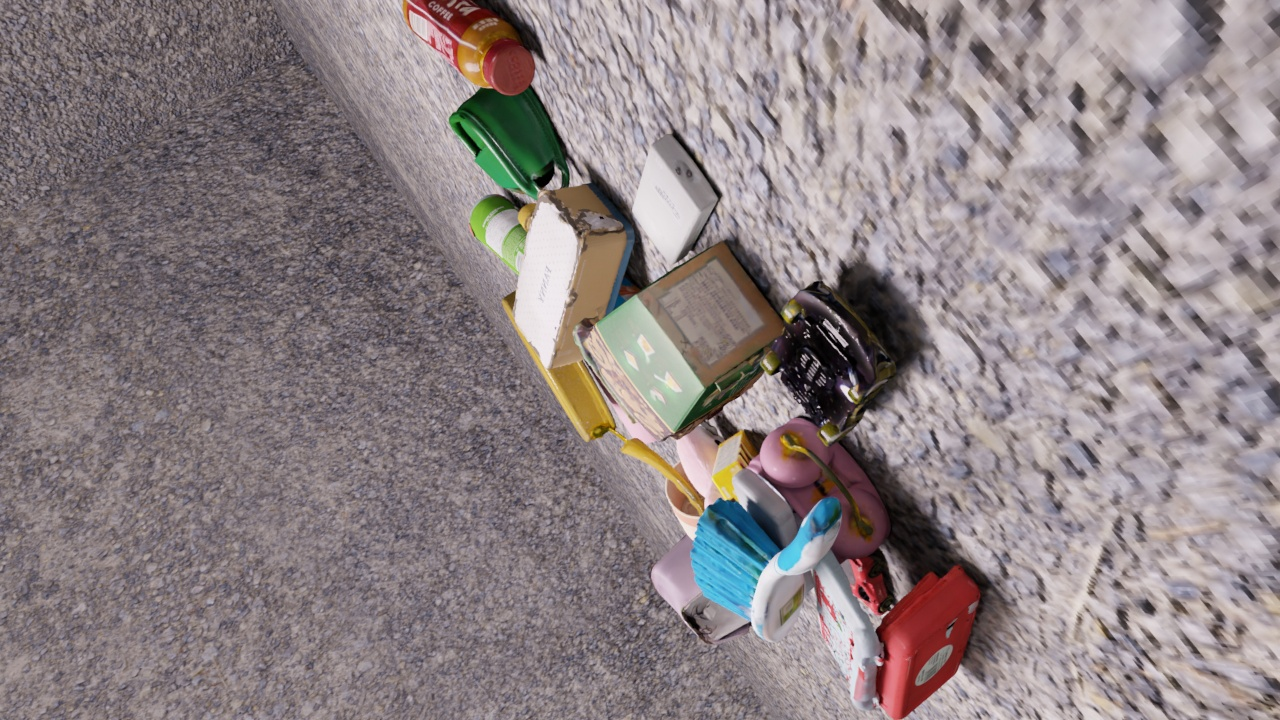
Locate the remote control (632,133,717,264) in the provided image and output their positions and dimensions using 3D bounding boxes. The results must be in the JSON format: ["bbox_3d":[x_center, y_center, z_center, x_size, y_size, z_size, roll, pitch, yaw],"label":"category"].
[{"bbox_3d":[0.022,-0.110,0.649,0.056,0.019,0.135,54,170,5],"label":"remote control"}]

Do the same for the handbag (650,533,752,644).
[{"bbox_3d":[0.100,0.279,1.185,0.098,0.145,0.197,59,170,-8],"label":"handbag"}]

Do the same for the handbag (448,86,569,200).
[{"bbox_3d":[-0.121,-0.209,0.884,0.120,0.068,0.131,52,171,-23],"label":"handbag"}]

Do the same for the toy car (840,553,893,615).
[{"bbox_3d":[0.190,0.187,0.797,0.049,0.031,0.106,46,169,45],"label":"toy car"}]

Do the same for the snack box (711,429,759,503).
[{"bbox_3d":[0.104,0.119,0.846,0.087,0.034,0.140,56,-172,-1],"label":"snack box"}]

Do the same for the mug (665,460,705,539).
[{"bbox_3d":[0.094,0.174,1.095,0.115,0.081,0.106,17,156,22],"label":"mug"}]

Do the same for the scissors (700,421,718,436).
[{"bbox_3d":[-0.006,0.005,0.963,0.189,0.015,0.222,34,-168,-23],"label":"scissors"}]

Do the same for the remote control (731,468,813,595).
[{"bbox_3d":[0.104,0.134,0.708,0.056,0.020,0.136,44,165,41],"label":"remote control"}]

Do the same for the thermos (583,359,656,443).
[{"bbox_3d":[-0.026,0.011,1.103,0.199,0.067,0.087,60,-165,-25],"label":"thermos"}]

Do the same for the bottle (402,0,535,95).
[{"bbox_3d":[-0.146,-0.275,0.780,0.175,0.057,0.057,47,167,40],"label":"bottle"}]

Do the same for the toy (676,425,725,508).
[{"bbox_3d":[0.087,0.130,0.940,0.121,0.054,0.159,42,-163,-30],"label":"toy"}]

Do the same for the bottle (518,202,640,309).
[{"bbox_3d":[-0.064,-0.095,0.962,0.218,0.065,0.065,48,168,35],"label":"bottle"}]

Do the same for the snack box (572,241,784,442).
[{"bbox_3d":[0.036,-0.020,0.656,0.117,0.118,0.106,54,158,6],"label":"snack box"}]

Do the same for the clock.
[{"bbox_3d":[0.134,0.102,0.697,0.117,0.059,0.159,52,168,14],"label":"clock"}]

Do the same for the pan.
[{"bbox_3d":[-0.036,0.058,1.031,0.357,0.078,0.198,57,173,12],"label":"pan"}]

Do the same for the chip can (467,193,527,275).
[{"bbox_3d":[-0.152,-0.149,1.175,0.236,0.072,0.072,41,163,53],"label":"chip can"}]

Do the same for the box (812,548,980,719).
[{"bbox_3d":[0.177,0.192,0.681,0.101,0.095,0.202,47,167,33],"label":"box"}]

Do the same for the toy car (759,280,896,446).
[{"bbox_3d":[0.111,0.002,0.533,0.070,0.042,0.158,52,171,14],"label":"toy car"}]

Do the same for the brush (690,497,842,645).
[{"bbox_3d":[0.082,0.127,0.605,0.109,0.060,0.315,40,162,28],"label":"brush"}]

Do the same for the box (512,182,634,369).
[{"bbox_3d":[-0.068,-0.072,0.863,0.089,0.061,0.185,54,145,29],"label":"box"}]
